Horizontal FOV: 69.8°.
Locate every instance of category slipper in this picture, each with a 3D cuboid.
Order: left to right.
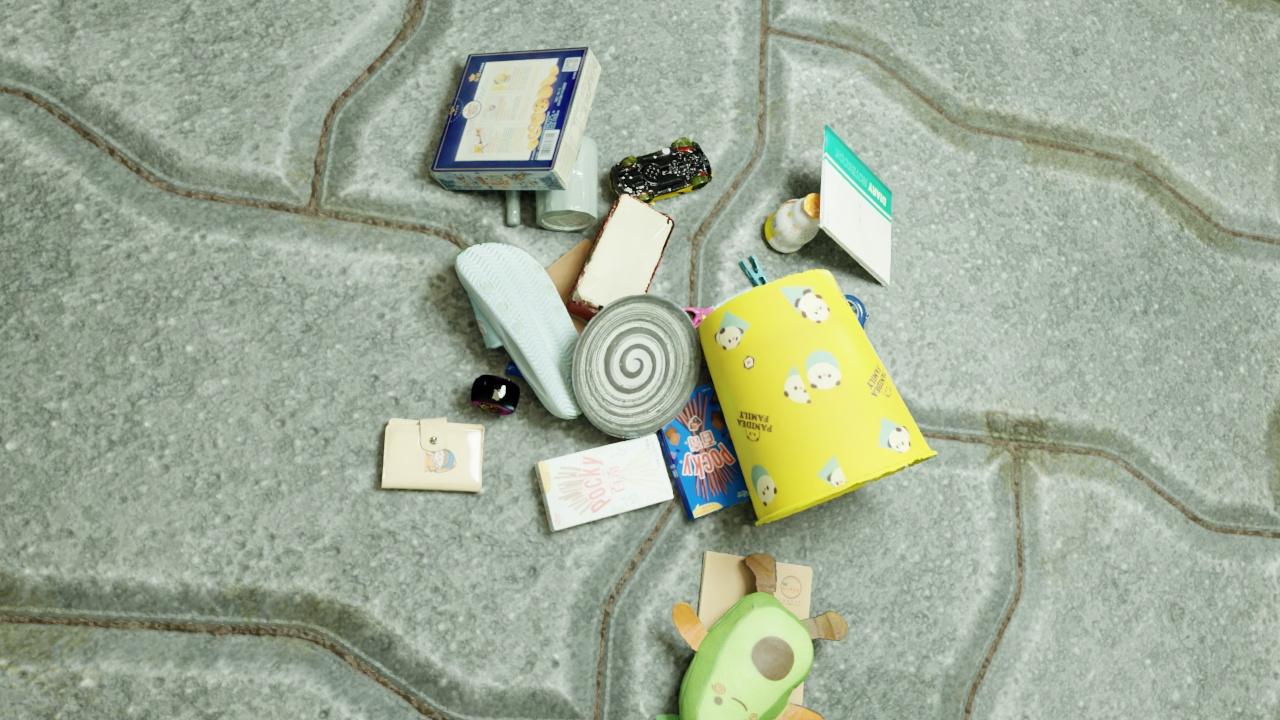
[{"bbox_3d":[-0.138,-0.035,1.116,0.103,0.074,0.245,-32,91,-40],"label":"slipper"}]

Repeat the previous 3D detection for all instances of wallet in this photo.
[{"bbox_3d":[-0.243,0.109,1.080,0.115,0.024,0.087,4,74,-13],"label":"wallet"},{"bbox_3d":[-0.076,-0.089,1.179,0.115,0.020,0.101,-41,89,-24],"label":"wallet"}]

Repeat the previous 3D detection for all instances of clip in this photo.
[{"bbox_3d":[0.158,-0.117,1.254,0.043,0.014,0.056,-32,87,-20],"label":"clip"}]

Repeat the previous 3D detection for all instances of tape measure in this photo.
[{"bbox_3d":[-0.173,0.039,1.099,0.058,0.057,0.039,16,71,-2],"label":"tape measure"},{"bbox_3d":[0.285,-0.063,1.270,0.058,0.025,0.054,27,69,-12],"label":"tape measure"}]

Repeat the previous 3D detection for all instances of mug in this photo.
[{"bbox_3d":[-0.114,-0.225,1.178,0.124,0.083,0.103,-5,77,11],"label":"mug"}]

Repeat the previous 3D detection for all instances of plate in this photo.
[{"bbox_3d":[-0.007,0.007,1.113,0.179,0.024,0.179,-7,104,-28],"label":"plate"}]

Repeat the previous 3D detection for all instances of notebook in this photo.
[{"bbox_3d":[0.137,0.350,1.134,0.147,0.008,0.207,12,74,-13],"label":"notebook"},{"bbox_3d":[0.296,-0.207,1.251,0.209,0.012,0.150,26,64,-48],"label":"notebook"}]

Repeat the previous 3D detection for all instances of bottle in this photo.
[{"bbox_3d":[0.212,-0.188,1.236,0.063,0.109,0.063,4,76,-16],"label":"bottle"}]

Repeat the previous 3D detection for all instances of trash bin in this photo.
[{"bbox_3d":[0.201,0.043,1.123,0.229,0.230,0.255,-16,76,-19],"label":"trash bin"}]

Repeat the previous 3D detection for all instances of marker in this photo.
[{"bbox_3d":[-0.096,0.030,1.144,0.145,0.017,0.016,18,72,-11],"label":"marker"}]

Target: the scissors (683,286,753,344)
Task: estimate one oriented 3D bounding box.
[{"bbox_3d":[0.104,-0.066,1.226,0.133,0.017,0.057,-30,80,-24],"label":"scissors"}]

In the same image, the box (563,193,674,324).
[{"bbox_3d":[-0.025,-0.125,1.156,0.091,0.077,0.168,27,65,-10],"label":"box"}]

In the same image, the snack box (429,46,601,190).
[{"bbox_3d":[-0.155,-0.301,1.145,0.183,0.046,0.177,5,71,25],"label":"snack box"}]

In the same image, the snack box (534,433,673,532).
[{"bbox_3d":[-0.044,0.149,1.124,0.156,0.027,0.084,-12,80,-19],"label":"snack box"}]

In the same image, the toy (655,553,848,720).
[{"bbox_3d":[0.130,0.356,1.079,0.227,0.090,0.246,39,67,4],"label":"toy"}]

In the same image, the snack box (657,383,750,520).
[{"bbox_3d":[0.076,0.115,1.165,0.084,0.026,0.157,-17,81,-18],"label":"snack box"}]

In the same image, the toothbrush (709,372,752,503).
[{"bbox_3d":[0.119,0.093,1.190,0.014,0.016,0.189,-13,81,-13],"label":"toothbrush"}]

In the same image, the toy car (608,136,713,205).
[{"bbox_3d":[0.026,-0.250,1.235,0.155,0.041,0.071,-22,83,-22],"label":"toy car"}]
